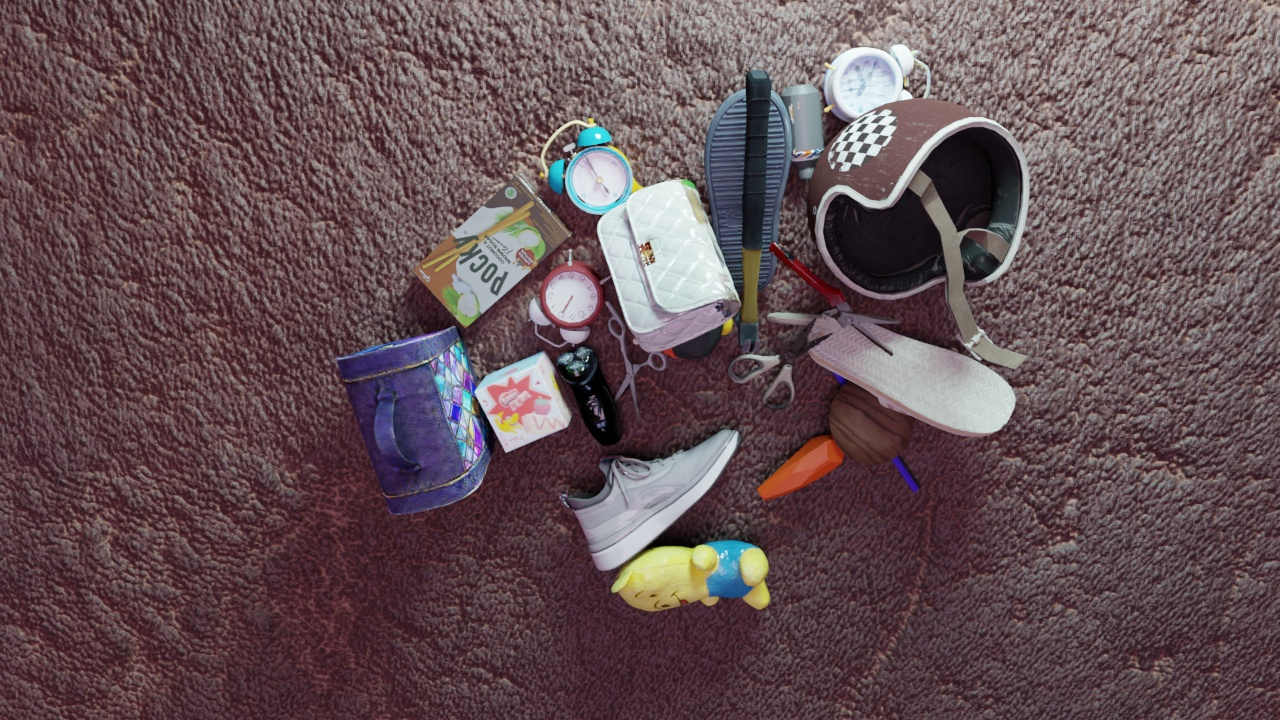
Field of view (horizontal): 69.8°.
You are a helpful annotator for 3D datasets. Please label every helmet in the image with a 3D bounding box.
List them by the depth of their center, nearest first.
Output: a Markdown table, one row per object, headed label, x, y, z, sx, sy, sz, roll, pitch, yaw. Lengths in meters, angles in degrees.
| label | x | y | z | sx | sy | sz | roll | pitch | yaw |
| --- | --- | --- | --- | --- | --- | --- | --- | --- | --- |
| helmet | 0.314 | -0.167 | 1.030 | 0.233 | 0.254 | 0.234 | 28 | 91 | -30 |

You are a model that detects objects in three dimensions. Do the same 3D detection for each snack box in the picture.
| label | x | y | z | sx | sy | sz | roll | pitch | yaw |
| --- | --- | --- | --- | --- | --- | --- | --- | --- | --- |
| snack box | -0.191 | -0.140 | 1.188 | 0.186 | 0.031 | 0.101 | -39 | 100 | 13 |
| snack box | -0.152 | 0.053 | 1.215 | 0.093 | 0.079 | 0.095 | -23 | 102 | 10 |

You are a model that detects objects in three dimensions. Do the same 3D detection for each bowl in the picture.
| label | x | y | z | sx | sy | sz | roll | pitch | yaw |
| --- | --- | --- | --- | --- | --- | --- | --- | --- | --- |
| bowl | 0.307 | 0.076 | 1.188 | 0.119 | 0.032 | 0.119 | 1 | 87 | -11 |

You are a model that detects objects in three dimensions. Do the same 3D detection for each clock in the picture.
| label | x | y | z | sx | sy | sz | roll | pitch | yaw |
| --- | --- | --- | --- | --- | --- | --- | --- | --- | --- |
| clock | 0.280 | -0.328 | 1.091 | 0.125 | 0.052 | 0.089 | -4 | 104 | 2 |
| clock | -0.062 | -0.236 | 1.147 | 0.129 | 0.043 | 0.099 | 42 | 105 | -15 |
| clock | -0.092 | -0.076 | 1.192 | 0.087 | 0.044 | 0.125 | 30 | 105 | -5 |

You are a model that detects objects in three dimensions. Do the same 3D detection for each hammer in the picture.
| label | x | y | z | sx | sy | sz | roll | pitch | yaw |
| --- | --- | --- | --- | --- | --- | --- | --- | --- | --- |
| hammer | 0.129 | -0.159 | 1.056 | 0.025 | 0.117 | 0.334 | -1 | 121 | 1 |

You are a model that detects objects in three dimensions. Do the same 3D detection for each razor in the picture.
| label | x | y | z | sx | sy | sz | roll | pitch | yaw |
| --- | --- | --- | --- | --- | --- | --- | --- | --- | --- |
| razor | -0.064 | 0.051 | 1.216 | 0.053 | 0.063 | 0.140 | -21 | 102 | 10 |

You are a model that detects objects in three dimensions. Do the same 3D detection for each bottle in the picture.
| label | x | y | z | sx | sy | sz | roll | pitch | yaw |
| --- | --- | --- | --- | --- | --- | --- | --- | --- | --- |
| bottle | 0.197 | -0.276 | 1.112 | 0.047 | 0.047 | 0.112 | -6 | 105 | 6 |

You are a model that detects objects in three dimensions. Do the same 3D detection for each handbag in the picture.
| label | x | y | z | sx | sy | sz | roll | pitch | yaw |
| --- | --- | --- | --- | --- | --- | --- | --- | --- | --- |
| handbag | 0.029 | -0.117 | 1.105 | 0.139 | 0.072 | 0.194 | -24 | 61 | 9 |
| handbag | -0.282 | 0.068 | 1.155 | 0.125 | 0.221 | 0.205 | -13 | 103 | 8 |

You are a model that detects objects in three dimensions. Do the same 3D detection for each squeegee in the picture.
| label | x | y | z | sx | sy | sz | roll | pitch | yaw |
| --- | --- | --- | --- | --- | --- | --- | --- | --- | --- |
| squeegee | 0.236 | 0.128 | 1.219 | 0.185 | 0.055 | 0.249 | -35 | 101 | 5 |

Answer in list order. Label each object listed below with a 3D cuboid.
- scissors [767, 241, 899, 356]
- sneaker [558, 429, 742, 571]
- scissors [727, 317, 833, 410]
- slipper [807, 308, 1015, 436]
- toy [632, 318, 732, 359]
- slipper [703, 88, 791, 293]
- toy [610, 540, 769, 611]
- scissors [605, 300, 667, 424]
| label | x | y | z | sx | sy | sz | roll | pitch | yaw |
| --- | --- | --- | --- | --- | --- | --- | --- | --- | --- |
| scissors | 0.218 | -0.064 | 1.122 | 0.199 | 0.180 | 0.015 | 44 | 63 | -3 |
| sneaker | 0.015 | 0.160 | 1.231 | 0.263 | 0.096 | 0.128 | -39 | 86 | 7 |
| scissors | 0.175 | 0.001 | 1.175 | 0.154 | 0.012 | 0.164 | 11 | 131 | 21 |
| slipper | 0.336 | 0.017 | 1.160 | 0.263 | 0.052 | 0.114 | 25 | 66 | 12 |
| toy | 0.048 | -0.053 | 1.165 | 0.119 | 0.099 | 0.098 | 17 | 146 | 18 |
| slipper | 0.128 | -0.211 | 1.126 | 0.101 | 0.082 | 0.264 | 0 | 125 | 3 |
| toy | 0.068 | 0.292 | 1.249 | 0.214 | 0.083 | 0.149 | -6 | 145 | 2 |
| scissors | -0.019 | 0.003 | 1.195 | 0.142 | 0.014 | 0.165 | -30 | 91 | 49 |
